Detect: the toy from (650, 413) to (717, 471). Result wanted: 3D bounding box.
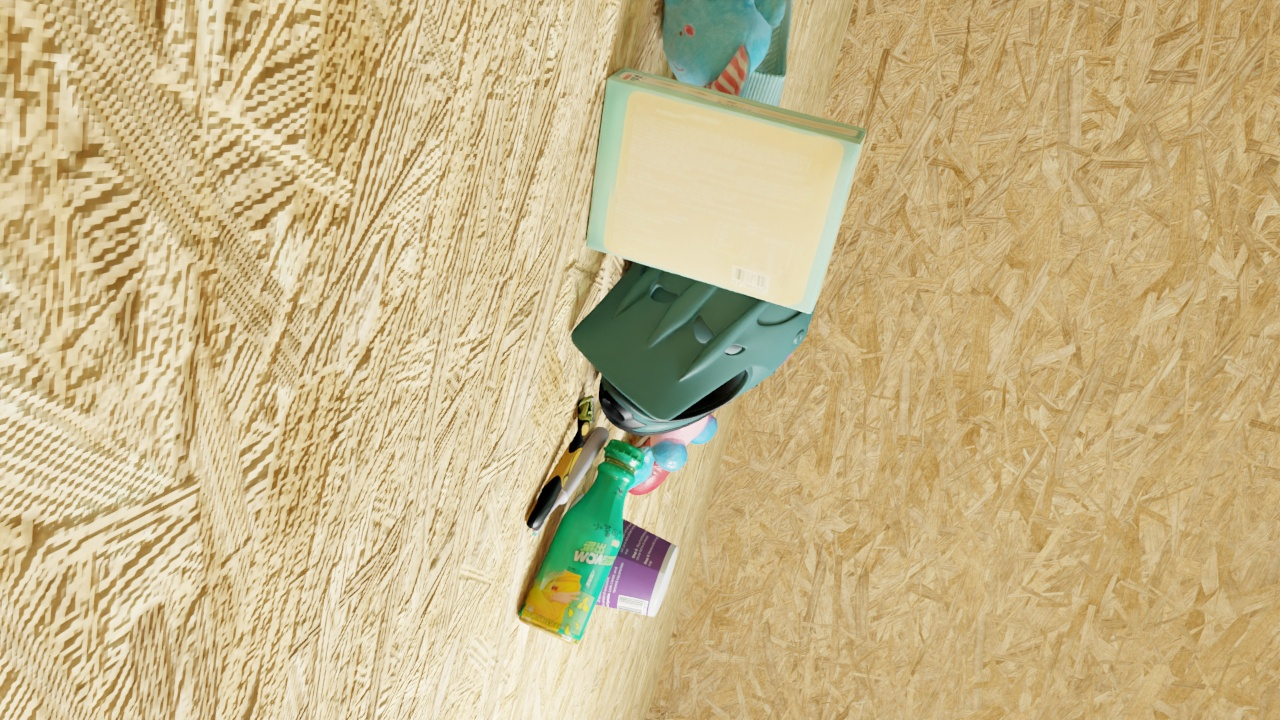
[{"bbox_3d":[0.077,0.030,1.124,0.223,0.099,0.192,-21,132,-51],"label":"toy"}]

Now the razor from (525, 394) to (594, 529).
[{"bbox_3d":[-0.074,0.099,0.875,0.044,0.021,0.143,93,20,-53],"label":"razor"}]

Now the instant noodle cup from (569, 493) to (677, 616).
[{"bbox_3d":[-0.028,0.231,1.037,0.137,0.122,0.121,83,26,-66],"label":"instant noodle cup"}]

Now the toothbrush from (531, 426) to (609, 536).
[{"bbox_3d":[-0.070,0.119,0.925,0.187,0.018,0.019,-55,161,-60],"label":"toothbrush"}]

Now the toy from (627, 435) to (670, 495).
[{"bbox_3d":[0.002,0.141,1.233,0.132,0.062,0.092,-7,123,-62],"label":"toy"}]

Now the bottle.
[{"bbox_3d":[-0.053,0.183,0.951,0.068,0.068,0.209,79,34,-69],"label":"bottle"}]

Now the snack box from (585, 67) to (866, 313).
[{"bbox_3d":[0.059,-0.130,0.707,0.044,0.194,0.142,-54,158,-54],"label":"snack box"}]

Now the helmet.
[{"bbox_3d":[0.055,-0.040,0.880,0.274,0.176,0.201,-43,169,-23],"label":"helmet"}]

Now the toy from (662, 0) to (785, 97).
[{"bbox_3d":[0.069,-0.298,0.737,0.181,0.114,0.183,123,-29,-54],"label":"toy"}]

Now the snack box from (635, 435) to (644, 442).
[{"bbox_3d":[0.025,0.089,1.354,0.151,0.025,0.075,-56,160,-59],"label":"snack box"}]

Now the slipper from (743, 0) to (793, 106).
[{"bbox_3d":[0.100,-0.285,0.905,0.070,0.116,0.276,7,-97,64],"label":"slipper"}]
